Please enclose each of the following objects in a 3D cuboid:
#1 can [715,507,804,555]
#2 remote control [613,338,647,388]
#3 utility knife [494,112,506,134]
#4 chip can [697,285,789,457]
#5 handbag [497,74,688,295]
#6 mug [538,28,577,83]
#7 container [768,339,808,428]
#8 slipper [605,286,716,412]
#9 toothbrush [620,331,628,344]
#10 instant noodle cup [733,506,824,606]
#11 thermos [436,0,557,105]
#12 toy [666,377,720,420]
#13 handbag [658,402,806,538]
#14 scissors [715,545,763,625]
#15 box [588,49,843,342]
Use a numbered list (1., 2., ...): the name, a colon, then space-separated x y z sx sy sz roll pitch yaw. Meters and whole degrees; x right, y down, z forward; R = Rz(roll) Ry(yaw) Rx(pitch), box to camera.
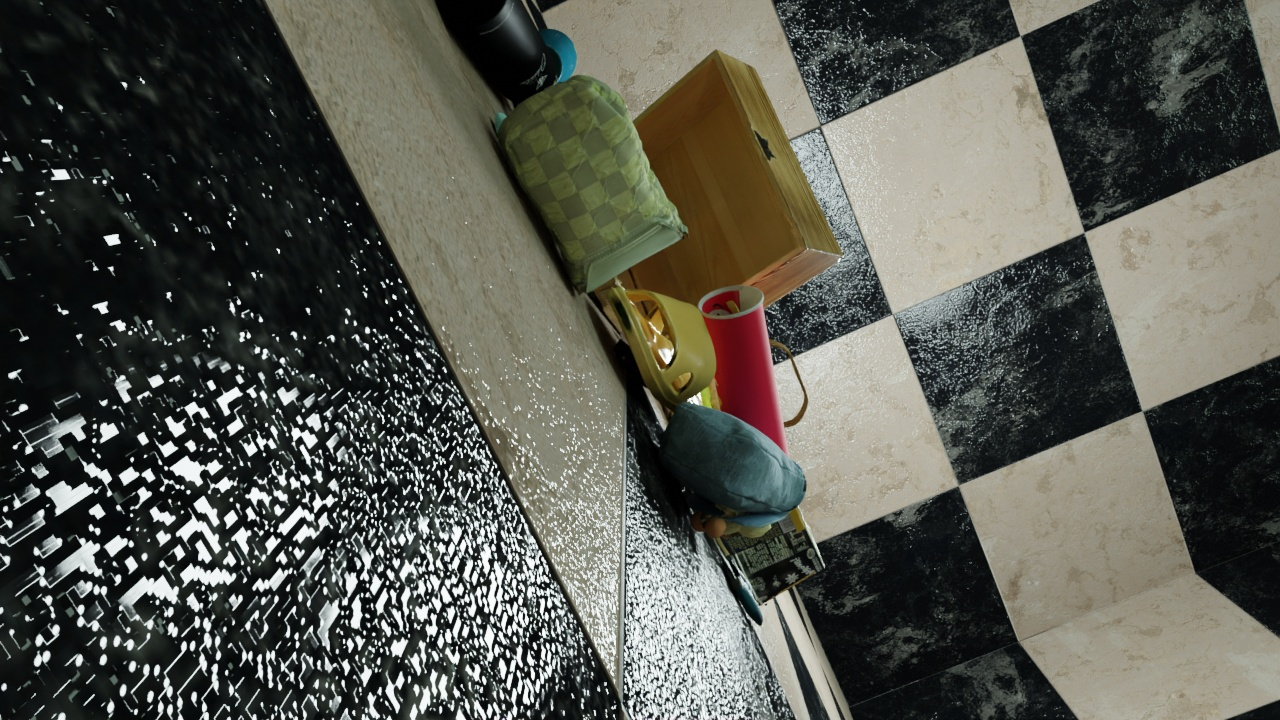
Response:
1. can: 0.132 0.166 1.164 0.075 0.104 0.135 59 9 -55
2. remote control: -0.006 0.006 0.969 0.136 0.015 0.032 38 28 -74
3. utility knife: -0.101 -0.186 0.834 0.179 0.016 0.022 30 50 -81
4. chip can: 0.117 0.031 1.013 0.069 0.069 0.221 -104 180 -62
5. handbag: -0.043 -0.154 0.775 0.186 0.113 0.116 62 0 -38
6. mug: -0.129 -0.406 1.249 0.121 0.078 0.078 -89 155 -66
7. container: 0.146 0.058 1.342 0.249 0.186 0.157 -105 170 -58
8. slipper: 0.038 -0.008 0.952 0.263 0.078 0.099 48 22 -68
9. toothbrush: 0.001 -0.001 1.079 0.181 0.016 0.018 56 18 -68
10. instant noodle cup: 0.195 0.270 1.320 0.137 0.112 0.137 -23 89 -84
11. thermos: -0.117 -0.282 0.838 0.231 0.061 0.061 36 31 -80
12. toy: 0.076 0.047 1.192 0.046 0.115 0.092 -36 -103 55
13. handbag: 0.088 0.121 0.927 0.122 0.118 0.192 25 -5 27
14. scissors: 0.118 0.264 1.070 0.140 0.019 0.128 65 5 4
15. box: -0.003 -0.177 1.053 0.314 0.283 0.279 -2 65 -50
